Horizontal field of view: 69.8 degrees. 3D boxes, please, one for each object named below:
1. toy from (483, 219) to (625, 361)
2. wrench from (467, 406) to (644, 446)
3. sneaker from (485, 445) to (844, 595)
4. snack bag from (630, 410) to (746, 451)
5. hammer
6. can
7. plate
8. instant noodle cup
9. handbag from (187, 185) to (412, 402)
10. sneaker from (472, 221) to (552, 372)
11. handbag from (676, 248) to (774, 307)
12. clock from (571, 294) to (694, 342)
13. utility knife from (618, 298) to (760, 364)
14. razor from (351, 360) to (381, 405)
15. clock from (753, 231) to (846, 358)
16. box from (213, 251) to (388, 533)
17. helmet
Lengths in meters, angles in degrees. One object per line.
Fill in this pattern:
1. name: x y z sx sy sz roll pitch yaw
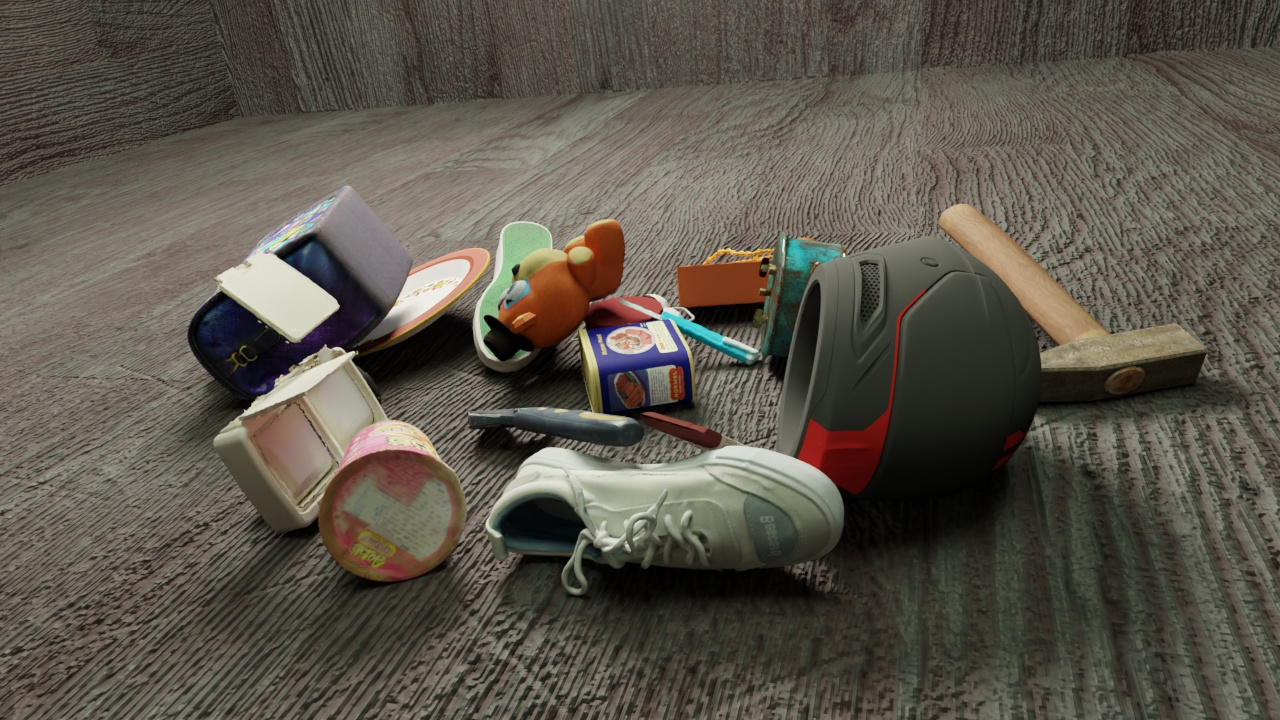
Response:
1. toy: -0.084 -0.066 0.908 0.175 0.096 0.112 -59 16 -22
2. wrench: -0.071 0.048 0.718 0.073 0.022 0.274 -2 1 -28
3. sneaker: 0.007 0.109 0.591 0.243 0.089 0.090 0 28 29
4. snack bag: 0.057 0.062 0.654 0.057 0.013 0.157 15 -7 37
5. hammer: 0.360 -0.068 0.865 0.158 0.037 0.300 -9 37 -6
6. can: -0.005 0.005 0.853 0.092 0.057 0.116 -8 24 -7
7. plate: -0.268 -0.058 1.046 0.230 0.021 0.229 -23 25 11
8. instant noodle cup: -0.182 0.093 0.669 0.097 0.098 0.108 -13 17 -14
9. handbag: -0.371 -0.066 0.984 0.222 0.125 0.204 -33 24 11
10. sneaker: -0.136 -0.057 1.022 0.084 0.079 0.234 6 41 -5
11. handbag: 0.130 -0.097 1.030 0.172 0.060 0.108 -3 5 7
12. clock: -0.006 -0.035 0.957 0.124 0.044 0.087 -13 25 -13
13. utility knife: 0.047 -0.033 0.908 0.151 0.015 0.022 25 36 11
14. razor: -0.287 0.032 0.884 0.067 0.054 0.151 -39 24 -7
15. clock: 0.148 -0.063 0.886 0.073 0.121 0.157 8 15 3
16. box: -0.250 0.012 0.702 0.107 0.193 0.143 -16 25 24
17. helmet: 0.198 0.006 0.665 0.170 0.164 0.264 12 36 2
